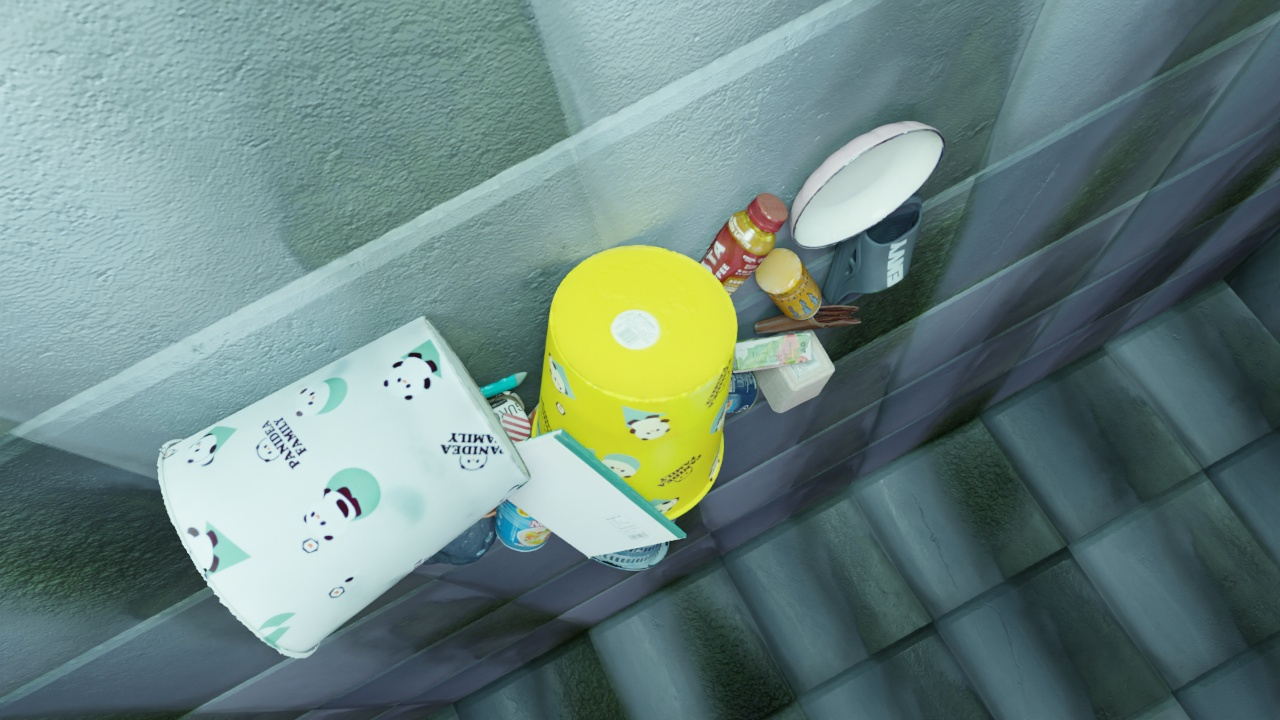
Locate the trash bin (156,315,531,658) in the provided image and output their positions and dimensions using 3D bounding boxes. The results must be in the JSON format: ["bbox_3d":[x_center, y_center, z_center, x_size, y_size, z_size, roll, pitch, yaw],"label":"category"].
[{"bbox_3d":[-0.255,0.100,0.838,0.251,0.229,0.230,-33,160,-6],"label":"trash bin"}]

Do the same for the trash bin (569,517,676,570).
[{"bbox_3d":[-0.007,0.146,1.293,0.226,0.226,0.195,-1,132,-52],"label":"trash bin"}]

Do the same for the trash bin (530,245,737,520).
[{"bbox_3d":[-0.005,0.027,0.987,0.229,0.229,0.256,-22,153,-18],"label":"trash bin"}]

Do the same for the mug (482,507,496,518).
[{"bbox_3d":[-0.197,0.145,1.158,0.106,0.081,0.114,-28,120,-8],"label":"mug"}]

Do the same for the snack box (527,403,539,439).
[{"bbox_3d":[-0.100,0.108,1.188,0.077,0.094,0.093,6,142,-33],"label":"snack box"}]

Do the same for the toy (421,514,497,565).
[{"bbox_3d":[-0.274,0.236,1.308,0.138,0.091,0.357,3,152,-4],"label":"toy"}]

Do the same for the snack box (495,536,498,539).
[{"bbox_3d":[-0.184,0.213,1.402,0.175,0.051,0.074,-40,158,29],"label":"snack box"}]

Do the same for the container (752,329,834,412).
[{"bbox_3d":[0.236,0.014,1.414,0.089,0.090,0.111,-25,166,-11],"label":"container"}]

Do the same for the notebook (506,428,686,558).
[{"bbox_3d":[-0.070,0.150,0.986,0.151,0.012,0.209,-20,131,36],"label":"notebook"}]

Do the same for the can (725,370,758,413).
[{"bbox_3d":[0.116,0.041,1.361,0.075,0.075,0.111,-40,156,26],"label":"can"}]

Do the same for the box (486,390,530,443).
[{"bbox_3d":[-0.205,0.100,1.068,0.163,0.086,0.076,-26,142,-2],"label":"box"}]

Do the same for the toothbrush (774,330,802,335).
[{"bbox_3d":[0.202,-0.030,1.390,0.179,0.016,0.016,-20,168,-25],"label":"toothbrush"}]

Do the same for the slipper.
[{"bbox_3d":[0.320,-0.129,1.226,0.110,0.083,0.269,-26,161,-13],"label":"slipper"}]

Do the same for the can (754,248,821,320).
[{"bbox_3d":[0.190,-0.095,1.166,0.058,0.058,0.146,-34,159,12],"label":"can"}]

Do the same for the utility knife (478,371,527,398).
[{"bbox_3d":[-0.211,0.048,1.043,0.174,0.013,0.029,-21,156,-12],"label":"utility knife"}]

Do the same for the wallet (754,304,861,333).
[{"bbox_3d":[0.239,-0.057,1.308,0.124,0.032,0.101,-6,178,-44],"label":"wallet"}]

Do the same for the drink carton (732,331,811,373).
[{"bbox_3d":[0.180,-0.011,1.313,0.122,0.045,0.054,-9,-175,-22],"label":"drink carton"}]

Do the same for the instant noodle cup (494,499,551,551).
[{"bbox_3d":[-0.132,0.170,1.107,0.099,0.099,0.110,-15,141,-33],"label":"instant noodle cup"}]

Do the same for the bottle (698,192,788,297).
[{"bbox_3d":[0.099,-0.112,1.011,0.057,0.057,0.175,-12,153,-38],"label":"bottle"}]

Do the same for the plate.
[{"bbox_3d":[0.244,-0.200,1.021,0.192,0.039,0.193,-25,159,-11],"label":"plate"}]
